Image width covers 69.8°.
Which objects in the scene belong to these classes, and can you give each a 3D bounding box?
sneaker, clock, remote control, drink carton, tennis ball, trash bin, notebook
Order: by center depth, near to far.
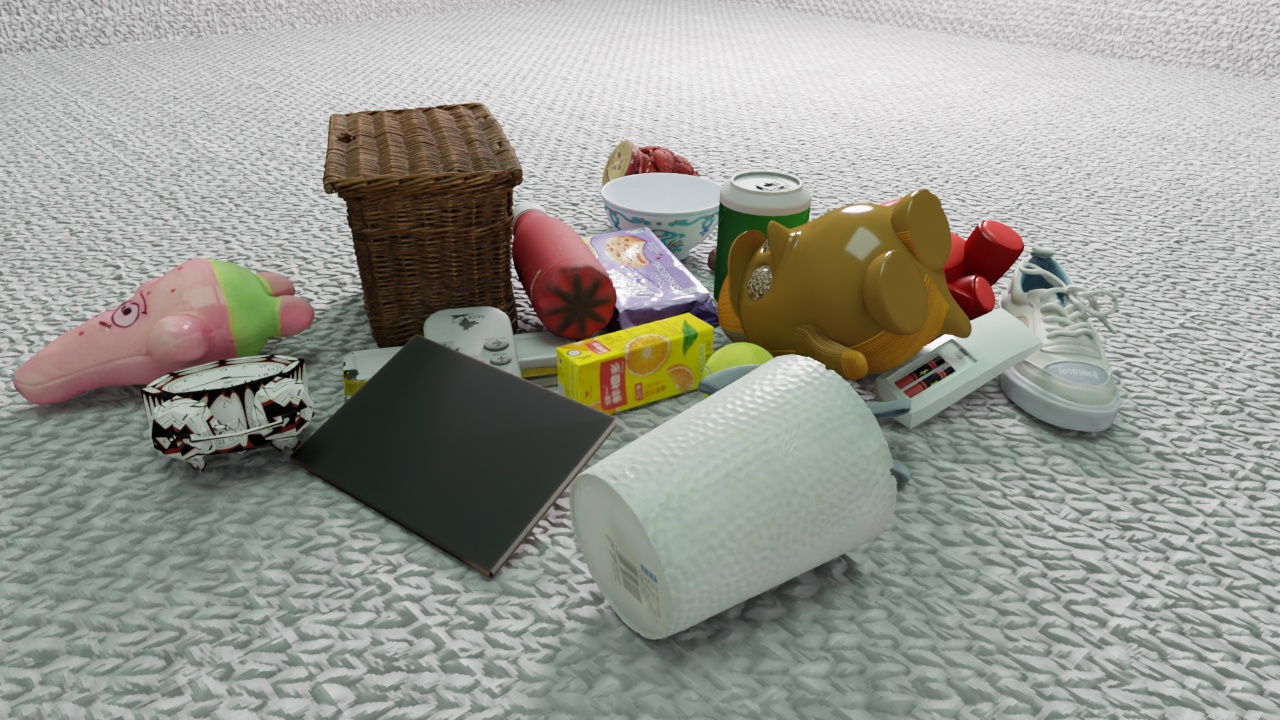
[{"bbox_3d":[0.051,0.085,0.563,0.161,0.133,0.133,-23,36,-28],"label":"trash bin"},{"bbox_3d":[-0.140,0.059,0.669,0.209,0.008,0.141,20,56,32],"label":"notebook"},{"bbox_3d":[-0.301,0.044,0.680,0.114,0.065,0.155,-12,16,-24],"label":"clock"},{"bbox_3d":[0.082,0.018,0.746,0.065,0.065,0.065,1,28,-1],"label":"tennis ball"},{"bbox_3d":[-0.136,0.011,0.751,0.074,0.019,0.151,-6,48,-14],"label":"remote control"},{"bbox_3d":[0.262,0.002,0.765,0.143,0.024,0.049,-30,51,-9],"label":"remote control"},{"bbox_3d":[-0.005,0.005,0.775,0.134,0.059,0.043,-16,31,-28],"label":"drink carton"},{"bbox_3d":[0.369,-0.030,0.819,0.089,0.091,0.241,7,30,8],"label":"sneaker"}]

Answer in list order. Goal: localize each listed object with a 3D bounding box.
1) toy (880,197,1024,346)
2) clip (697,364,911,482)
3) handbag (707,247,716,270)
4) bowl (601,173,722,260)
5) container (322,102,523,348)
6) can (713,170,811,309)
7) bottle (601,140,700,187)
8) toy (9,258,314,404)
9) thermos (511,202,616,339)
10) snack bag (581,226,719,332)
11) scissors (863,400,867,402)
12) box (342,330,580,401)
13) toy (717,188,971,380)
[{"bbox_3d":[0.256,-0.076,0.885,0.158,0.121,0.196,28,46,33],"label":"toy"},{"bbox_3d":[0.124,0.029,0.694,0.167,0.028,0.127,5,70,-2],"label":"clip"},{"bbox_3d":[0.132,-0.094,1.002,0.055,0.029,0.120,-21,40,-38],"label":"handbag"},{"bbox_3d":[0.026,-0.160,1.064,0.144,0.074,0.143,1,28,-1],"label":"bowl"},{"bbox_3d":[-0.203,-0.128,0.879,0.162,0.183,0.249,-7,29,-14],"label":"container"},{"bbox_3d":[0.118,-0.109,0.903,0.088,0.140,0.087,1,28,-1],"label":"can"},{"bbox_3d":[0.016,-0.220,1.158,0.111,0.099,0.099,18,19,-29],"label":"bottle"},{"bbox_3d":[-0.408,-0.026,0.788,0.236,0.097,0.192,-24,29,-26],"label":"toy"},{"bbox_3d":[-0.088,-0.100,0.894,0.073,0.073,0.239,-8,29,-16],"label":"thermos"},{"bbox_3d":[-0.003,-0.070,0.916,0.096,0.058,0.205,-11,33,-15],"label":"snack bag"},{"bbox_3d":[0.134,0.017,0.766,0.133,0.012,0.096,24,2,35],"label":"scissors"},{"bbox_3d":[-0.152,0.004,0.800,0.209,0.033,0.064,-6,27,-16],"label":"box"},{"bbox_3d":[0.151,-0.062,0.778,0.204,0.162,0.198,-7,44,47],"label":"toy"}]
